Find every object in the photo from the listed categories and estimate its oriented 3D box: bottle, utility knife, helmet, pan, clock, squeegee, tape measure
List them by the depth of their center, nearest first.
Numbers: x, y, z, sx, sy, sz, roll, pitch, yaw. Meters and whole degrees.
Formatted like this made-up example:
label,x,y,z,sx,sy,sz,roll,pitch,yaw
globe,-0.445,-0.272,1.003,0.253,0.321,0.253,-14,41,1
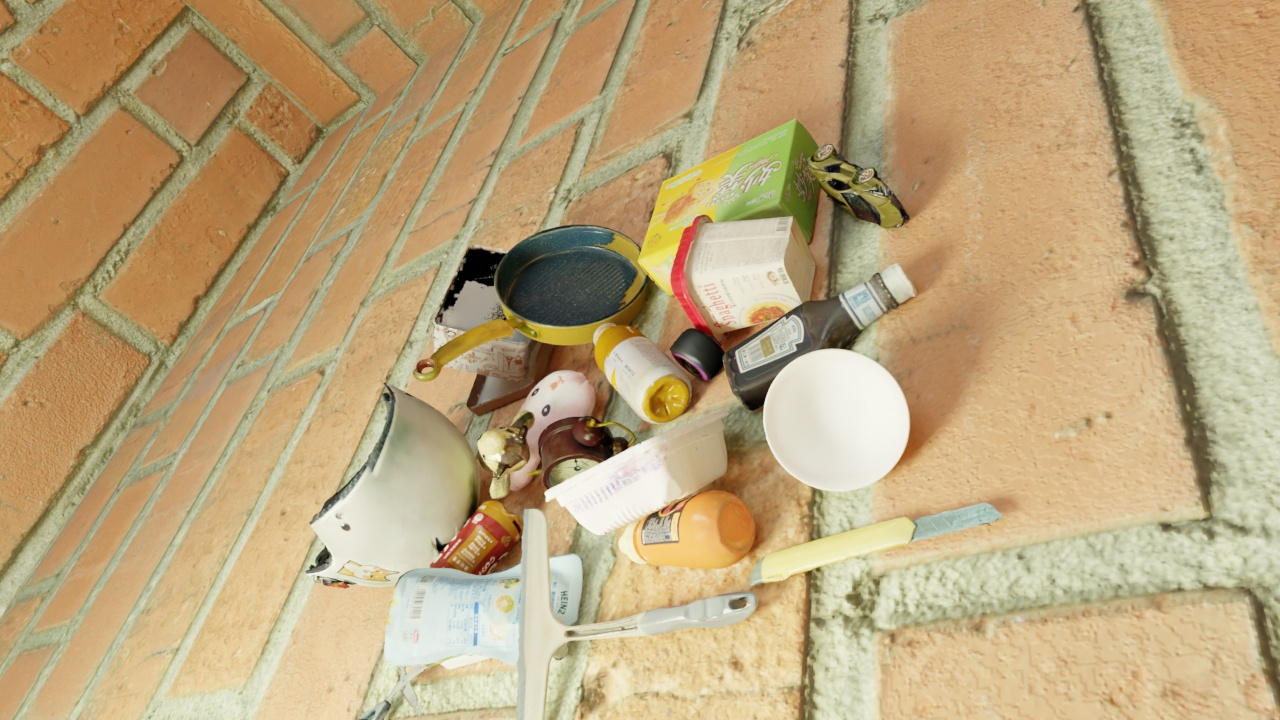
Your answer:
label,x,y,z,sx,sy,sz,roll,pitch,yaw
utility knife,0.174,0.142,0.714,0.217,0.022,0.030,-29,35,37
squeegee,-0.001,0.229,0.803,0.247,0.039,0.246,-18,58,29
bottle,0.033,0.158,0.827,0.150,0.066,0.066,-21,39,46
bottle,0.172,-0.027,0.886,0.195,0.044,0.079,-33,34,18
clock,-0.059,0.099,0.976,0.122,0.082,0.055,-34,37,25
tape measure,0.063,-0.008,0.978,0.039,0.057,0.058,-51,23,-11
bottle,-0.199,0.231,0.985,0.058,0.057,0.174,0,43,50
bottle,-0.006,0.006,1.032,0.068,0.068,0.189,-45,31,1
helmet,-0.273,0.165,1.070,0.275,0.157,0.229,123,168,-52
pan,-0.136,-0.065,1.126,0.198,0.078,0.356,27,54,28

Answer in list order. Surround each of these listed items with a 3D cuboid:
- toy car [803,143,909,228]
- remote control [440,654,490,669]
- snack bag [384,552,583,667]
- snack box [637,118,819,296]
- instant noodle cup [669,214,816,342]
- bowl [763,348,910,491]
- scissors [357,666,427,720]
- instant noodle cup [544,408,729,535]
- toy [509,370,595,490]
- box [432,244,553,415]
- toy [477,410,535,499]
label,x,y,z,sx,sy,sz,roll,pitch,yaw
toy car,0.226,-0.181,0.970,0.042,0.070,0.158,-44,31,4
remote control,-0.158,0.281,0.942,0.125,0.024,0.048,-25,38,29
snack bag,-0.151,0.246,0.900,0.191,0.039,0.110,-5,42,10
snack box,0.109,-0.183,1.110,0.211,0.070,0.157,-19,40,37
instant noodle cup,0.112,-0.093,0.975,0.124,0.116,0.116,-7,48,30
bowl,0.169,0.045,0.774,0.118,0.118,0.064,-31,-4,23
scissors,-0.249,0.338,0.971,0.180,0.014,0.159,-44,25,18
instant noodle cup,0.010,0.106,0.841,0.138,0.060,0.173,-29,-9,25
toy,-0.116,0.080,1.097,0.159,0.054,0.121,-53,31,4
box,-0.190,-0.032,1.273,0.175,0.152,0.181,104,180,-45
toy,-0.157,0.100,1.032,0.105,0.066,0.157,-65,12,-12
